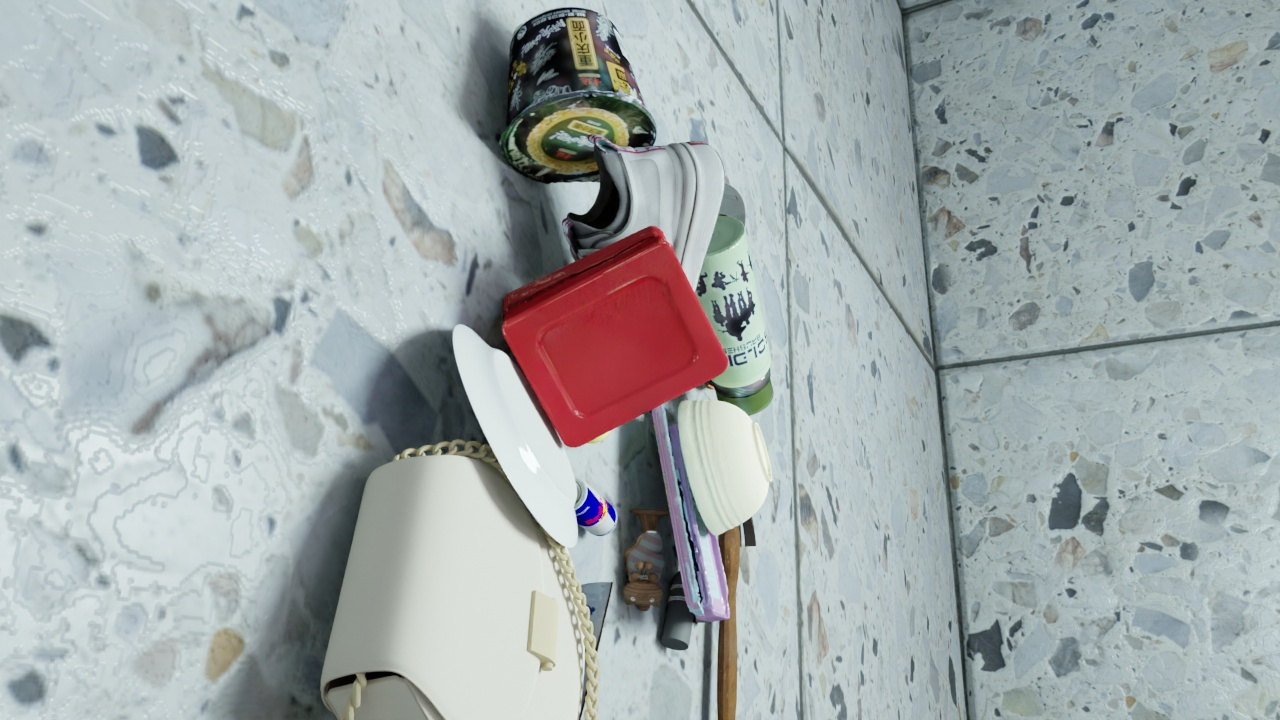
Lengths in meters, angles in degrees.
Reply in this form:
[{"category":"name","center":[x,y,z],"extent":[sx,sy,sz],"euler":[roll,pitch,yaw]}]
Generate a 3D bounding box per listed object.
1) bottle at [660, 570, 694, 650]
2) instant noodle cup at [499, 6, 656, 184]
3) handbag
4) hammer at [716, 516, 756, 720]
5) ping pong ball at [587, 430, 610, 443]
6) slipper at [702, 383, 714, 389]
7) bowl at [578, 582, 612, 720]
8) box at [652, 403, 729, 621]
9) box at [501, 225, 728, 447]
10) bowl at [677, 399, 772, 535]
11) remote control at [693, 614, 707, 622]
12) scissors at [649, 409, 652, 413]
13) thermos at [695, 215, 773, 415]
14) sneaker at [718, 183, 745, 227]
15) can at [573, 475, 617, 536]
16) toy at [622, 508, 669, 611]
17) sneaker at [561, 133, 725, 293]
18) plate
[{"category":"bottle","center":[0.046,0.251,0.984],"extent":[0.030,0.030,0.112],"euler":[56,36,-40]},{"category":"instant noodle cup","center":[-0.061,-0.241,0.829],"extent":[0.137,0.137,0.112],"euler":[30,47,-57]},{"category":"handbag","center":[-0.119,0.179,0.620],"extent":[0.208,0.103,0.210],"euler":[52,28,-43]},{"category":"hammer","center":[0.102,0.299,1.059],"extent":[0.115,0.033,0.322],"euler":[48,40,-56]},{"category":"ping pong ball","center":[-0.046,0.057,0.852],"extent":[0.040,0.040,0.040],"euler":[29,56,-57]},{"category":"slipper","center":[0.093,-0.087,1.155],"extent":[0.103,0.059,0.248],"euler":[14,68,-61]},{"category":"bowl","center":[-0.058,0.231,0.745],"extent":[0.114,0.045,0.114],"euler":[41,63,-90]},{"category":"box","center":[0.050,0.160,0.958],"extent":[0.151,0.035,0.214],"euler":[56,22,-65]},{"category":"box","center":[-0.023,-0.020,0.763],"extent":[0.134,0.157,0.110],"euler":[61,6,-23]},{"category":"bowl","center":[0.098,0.108,0.997],"extent":[0.150,0.075,0.150],"euler":[-16,89,-78]},{"category":"remote control","center":[0.064,0.221,1.047],"extent":[0.034,0.013,0.150],"euler":[29,57,-58]},{"category":"scissors","center":[-0.004,0.014,0.973],"extent":[0.123,0.019,0.148],"euler":[-45,120,-57]},{"category":"thermos","center":[0.092,-0.039,0.997],"extent":[0.082,0.082,0.232],"euler":[-69,151,-45]},{"category":"sneaker","center":[0.062,-0.111,1.063],"extent":[0.124,0.088,0.240],"euler":[-119,-150,-52]},{"category":"can","center":[-0.048,0.130,0.815],"extent":[0.095,0.032,0.032],"euler":[56,34,-61]},{"category":"toy","center":[0.005,0.199,0.909],"extent":[0.055,0.041,0.101],"euler":[54,39,-81]},{"category":"sneaker","center":[-0.020,-0.080,0.840],"extent":[0.128,0.096,0.263],"euler":[8,111,-24]},{"category":"plate","center":[-0.086,0.053,0.699],"extent":[0.188,0.016,0.188],"euler":[62,3,-7]}]
